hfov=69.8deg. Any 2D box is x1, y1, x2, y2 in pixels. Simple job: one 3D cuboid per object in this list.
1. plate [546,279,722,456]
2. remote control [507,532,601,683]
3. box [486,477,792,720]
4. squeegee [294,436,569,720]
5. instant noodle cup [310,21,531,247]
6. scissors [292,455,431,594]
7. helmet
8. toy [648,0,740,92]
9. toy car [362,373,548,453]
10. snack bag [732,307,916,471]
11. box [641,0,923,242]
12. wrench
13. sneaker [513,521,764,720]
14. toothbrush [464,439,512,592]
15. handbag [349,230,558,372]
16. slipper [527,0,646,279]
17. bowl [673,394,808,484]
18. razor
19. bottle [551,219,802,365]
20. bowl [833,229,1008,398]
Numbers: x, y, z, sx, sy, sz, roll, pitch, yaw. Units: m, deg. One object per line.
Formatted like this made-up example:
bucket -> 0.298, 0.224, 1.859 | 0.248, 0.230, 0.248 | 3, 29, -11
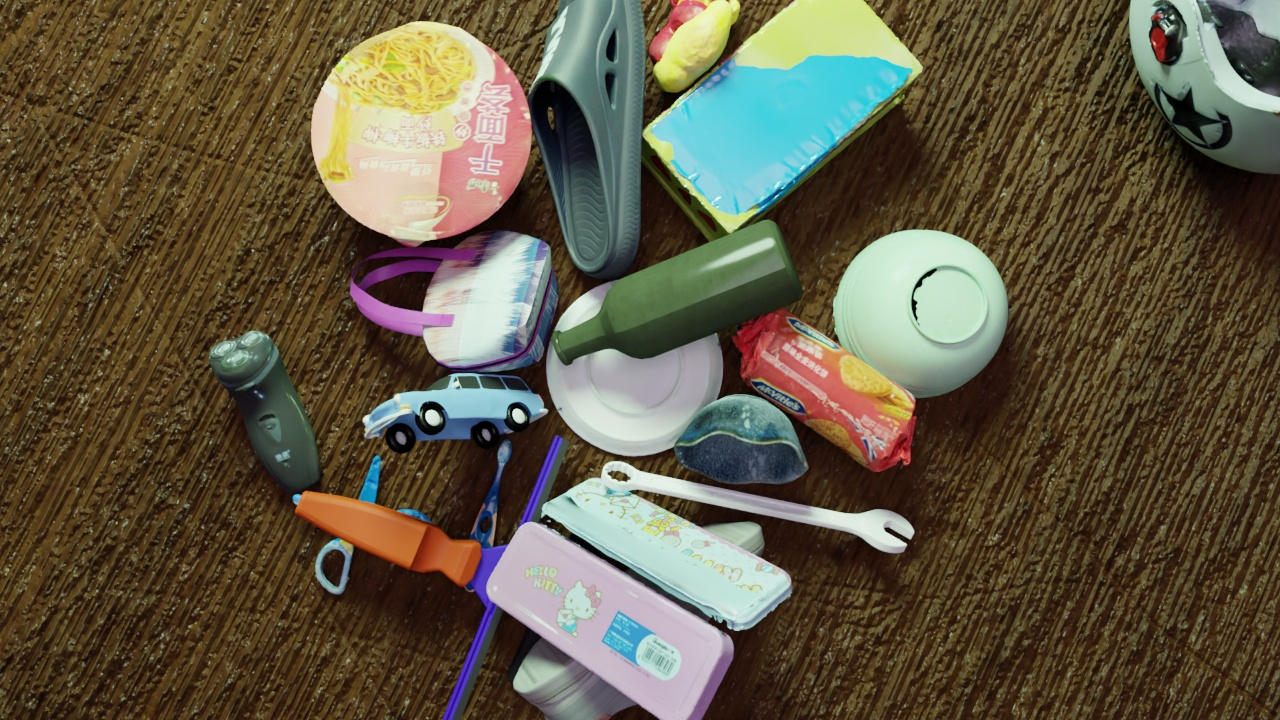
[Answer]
plate -> -0.005, 0.005, 0.804 | 0.157, 0.014, 0.157 | 0, 86, -1
remote control -> -0.073, 0.215, 0.788 | 0.032, 0.015, 0.136 | 24, 86, 0
box -> -0.007, 0.168, 0.702 | 0.214, 0.051, 0.148 | 21, 54, 37
squeegee -> -0.191, 0.149, 0.756 | 0.184, 0.055, 0.249 | 23, 80, -13
instant noodle cup -> -0.178, -0.182, 0.780 | 0.178, 0.078, 0.178 | 0, 85, -1
scissors -> -0.239, 0.144, 0.786 | 0.125, 0.014, 0.130 | 25, 89, -8
helmet -> 0.519, -0.277, 0.764 | 0.236, 0.164, 0.264 | -32, 81, -7
toy -> 0.044, -0.281, 0.787 | 0.067, 0.106, 0.137 | 30, 52, -25
toy car -> -0.148, 0.040, 0.737 | 0.056, 0.153, 0.054 | -29, 69, 38
snack bag -> 0.155, 0.023, 0.778 | 0.176, 0.082, 0.082 | 35, 86, 2
box -> 0.115, -0.211, 0.791 | 0.221, 0.082, 0.124 | -42, 87, -1
wrench -> 0.101, 0.122, 0.779 | 0.273, 0.047, 0.009 | 12, 121, -4
sneaker -> 0.016, 0.226, 0.752 | 0.236, 0.099, 0.089 | -33, 104, -13
toothbrush -> -0.131, 0.134, 0.791 | 0.021, 0.017, 0.135 | 13, 86, 4
handbag -> -0.161, -0.057, 0.778 | 0.170, 0.068, 0.144 | 7, 60, 8
slipper -> -0.057, -0.202, 0.762 | 0.083, 0.111, 0.268 | -4, 93, -34
bowl -> 0.086, 0.063, 0.768 | 0.110, 0.110, 0.055 | 9, 63, -1
razor -> -0.310, 0.046, 0.768 | 0.053, 0.063, 0.140 | -22, 98, -2
bottle -> 0.025, -0.046, 0.756 | 0.207, 0.071, 0.071 | -21, 87, 14
bowl -> 0.248, -0.044, 0.784 | 0.151, 0.077, 0.151 | 0, 86, -3
